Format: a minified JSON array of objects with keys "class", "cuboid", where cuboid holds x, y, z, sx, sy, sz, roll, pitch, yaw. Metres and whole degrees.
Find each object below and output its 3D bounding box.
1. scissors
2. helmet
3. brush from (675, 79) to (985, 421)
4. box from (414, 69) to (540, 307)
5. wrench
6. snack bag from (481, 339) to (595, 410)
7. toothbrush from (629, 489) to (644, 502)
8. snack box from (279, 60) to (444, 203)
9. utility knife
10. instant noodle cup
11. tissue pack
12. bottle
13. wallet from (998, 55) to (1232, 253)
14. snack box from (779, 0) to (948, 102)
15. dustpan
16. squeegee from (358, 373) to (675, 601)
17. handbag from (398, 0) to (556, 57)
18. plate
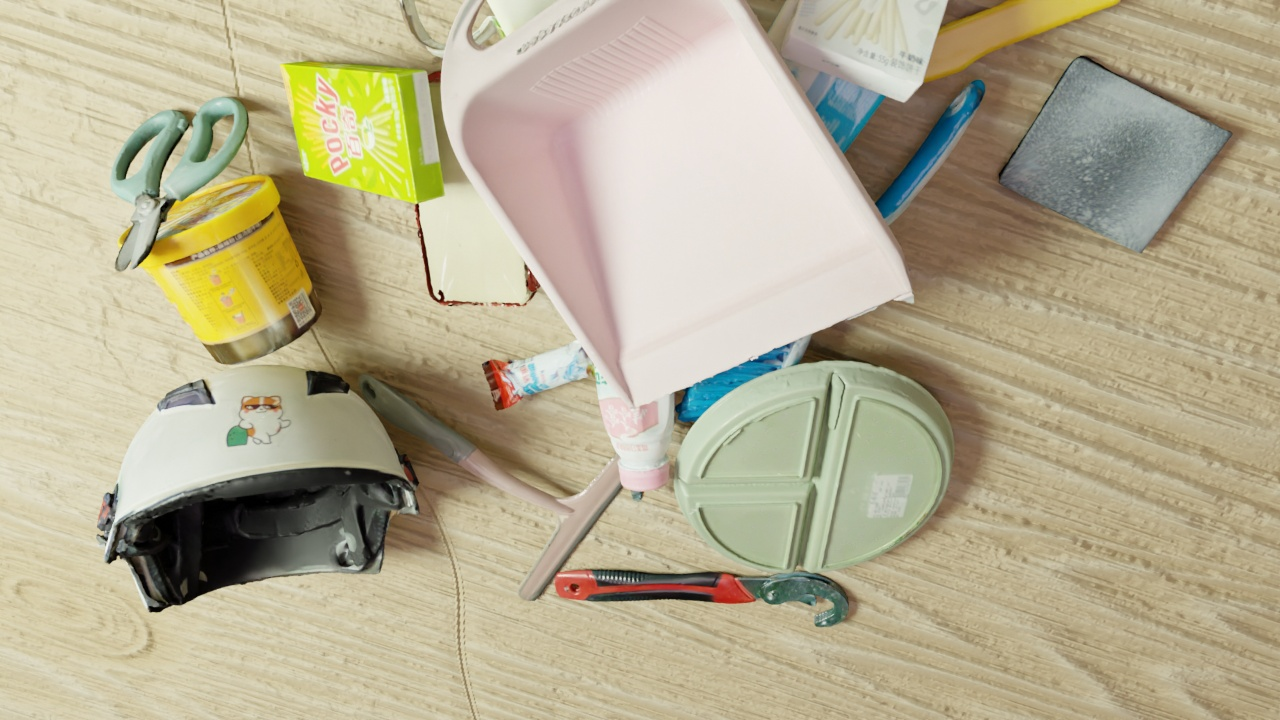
[{"class":"scissors","cuboid":[-0.325,-0.133,0.663,0.132,0.185,0.019,-24,143,1]},{"class":"helmet","cuboid":[-0.306,0.086,0.743,0.229,0.156,0.275,-7,151,-23]},{"class":"brush","cuboid":[0.129,-0.073,0.680,0.109,0.060,0.315,19,117,-7]},{"class":"box","cuboid":[-0.118,-0.124,0.674,0.091,0.079,0.168,1,117,8]},{"class":"wrench","cuboid":[0.055,0.214,0.851,0.273,0.016,0.056,3,116,6]},{"class":"snack bag","cuboid":[-0.077,0.008,0.761,0.104,0.026,0.048,-13,109,12]},{"class":"toothbrush","cuboid":[-0.015,0.030,0.755,0.016,0.018,0.191,-8,106,2]},{"class":"snack box","cuboid":[-0.199,-0.164,0.649,0.156,0.026,0.086,20,123,40]},{"class":"utility knife","cuboid":[0.256,-0.225,0.604,0.196,0.015,0.033,-16,112,19]},{"class":"instant noodle cup","cuboid":[-0.317,-0.068,0.715,0.118,0.118,0.114,-12,121,14]},{"class":"tissue pack","cuboid":[0.119,-0.187,0.615,0.090,0.063,0.140,34,117,1]},{"class":"bottle","cuboid":[-0.004,0.004,0.713,0.068,0.068,0.197,-1,107,9]},{"class":"wallet","cuboid":[0.326,-0.142,0.637,0.121,0.019,0.097,25,115,-3]},{"class":"snack box","cuboid":[0.148,-0.242,0.557,0.084,0.027,0.156,20,79,-2]},{"class":"dustpan","cuboid":[0.002,-0.108,0.562,0.223,0.138,0.273,-27,86,26]},{"class":"squeegee","cuboid":[-0.142,0.085,0.804,0.249,0.040,0.248,32,116,-7]},{"class":"handbag","cuboid":[-0.088,-0.278,0.582,0.179,0.063,0.163,-24,102,21]},{"class":"plate","cuboid":[0.142,0.097,0.744,0.230,0.027,0.231,-1,129,-1]}]
